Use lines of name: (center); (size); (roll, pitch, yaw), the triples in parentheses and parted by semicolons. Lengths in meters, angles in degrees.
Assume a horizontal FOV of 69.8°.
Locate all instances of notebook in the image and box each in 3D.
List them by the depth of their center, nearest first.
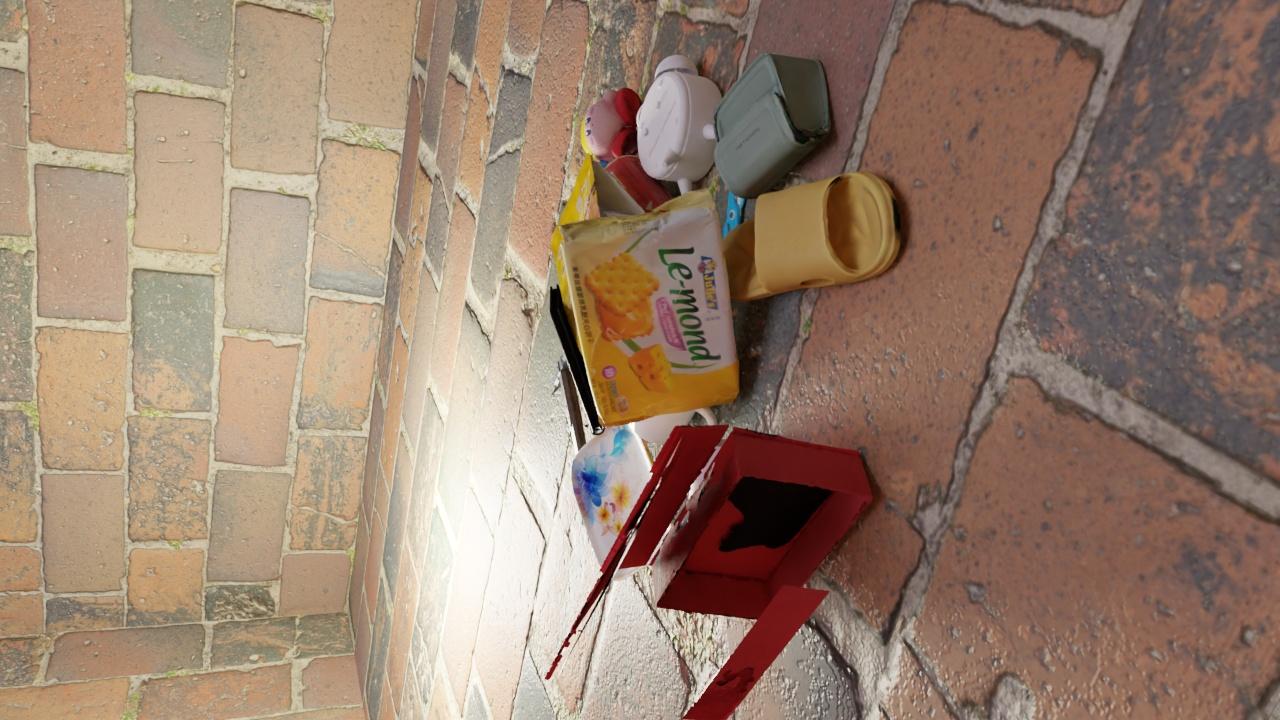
notebook: (-0.087, -0.006, 1.222); (0.231, 0.019, 0.169); (-114, 5, -77)

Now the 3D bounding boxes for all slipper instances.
slipper: (0.135, -0.114, 0.870); (0.264, 0.078, 0.099); (-14, 71, 62)

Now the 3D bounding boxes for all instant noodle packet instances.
instant noodle packet: (-0.046, -0.118, 1.100); (0.221, 0.084, 0.163); (63, 145, 31)

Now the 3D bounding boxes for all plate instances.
plate: (-0.024, 0.182, 1.199); (0.188, 0.016, 0.186); (-44, 60, 46)

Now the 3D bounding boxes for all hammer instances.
hammer: (-0.086, 0.134, 1.360); (0.147, 0.028, 0.316); (117, 145, -55)

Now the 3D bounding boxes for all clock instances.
clock: (0.039, -0.280, 1.094); (0.126, 0.072, 0.160); (120, 144, -44)

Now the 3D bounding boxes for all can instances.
can: (0.011, -0.183, 1.124); (0.170, 0.067, 0.067); (55, 137, 37)

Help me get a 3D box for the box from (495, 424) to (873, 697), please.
box: (0.029, 0.158, 0.798); (0.124, 0.314, 0.212); (58, 138, 34)

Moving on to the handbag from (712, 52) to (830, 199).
handbag: (0.127, -0.234, 0.911); (0.122, 0.067, 0.106); (142, 125, -58)

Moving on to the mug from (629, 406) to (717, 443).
mug: (0.040, 0.055, 1.071); (0.114, 0.080, 0.088); (40, 137, 22)

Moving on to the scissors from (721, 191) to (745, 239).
scissors: (0.098, -0.158, 1.026); (0.090, 0.014, 0.141); (0, 90, 62)

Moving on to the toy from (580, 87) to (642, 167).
toy: (-0.044, -0.311, 1.290); (0.132, 0.096, 0.124); (4, 97, 46)

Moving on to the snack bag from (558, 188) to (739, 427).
snack bag: (0.013, -0.047, 0.951); (0.068, 0.159, 0.247); (-108, 8, -64)

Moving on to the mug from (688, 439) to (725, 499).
mug: (0.090, 0.132, 0.955); (0.112, 0.078, 0.097); (-22, -64, -87)

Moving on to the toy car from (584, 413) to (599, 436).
toy car: (-0.056, 0.086, 1.281); (0.113, 0.040, 0.048); (-149, 64, -76)
